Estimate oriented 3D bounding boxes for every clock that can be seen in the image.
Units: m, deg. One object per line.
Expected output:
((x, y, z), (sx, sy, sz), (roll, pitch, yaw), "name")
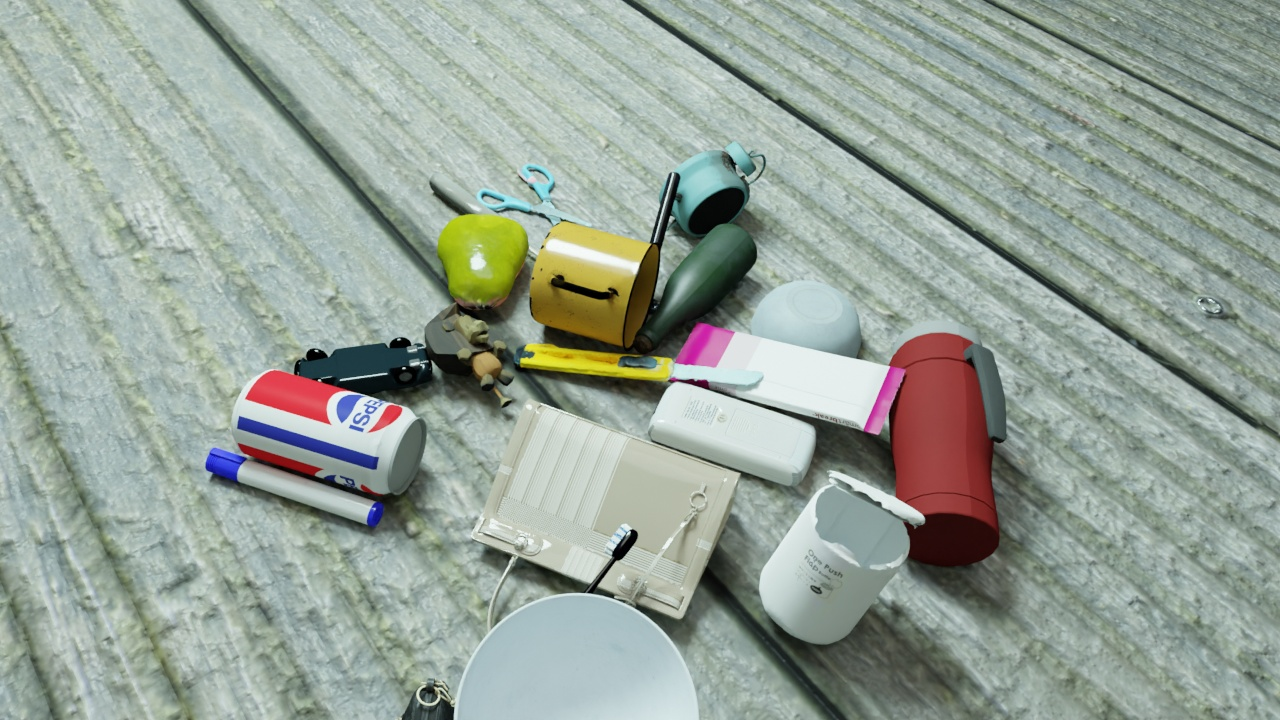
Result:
((0.080, -0.178, 0.954), (0.124, 0.090, 0.053), (-25, 66, -13), "clock")

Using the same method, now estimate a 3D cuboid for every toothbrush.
((-0.055, 0.180, 0.621), (0.014, 0.014, 0.167), (30, 71, 28), "toothbrush")
((-0.150, -0.141, 0.938), (0.185, 0.024, 0.022), (36, 92, 24), "toothbrush")

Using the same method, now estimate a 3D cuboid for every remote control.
((0.078, 0.060, 0.775), (0.138, 0.025, 0.060), (18, 48, 13), "remote control")

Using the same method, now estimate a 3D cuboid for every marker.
((-0.266, 0.097, 0.704), (0.141, 0.020, 0.020), (16, 48, 8), "marker")

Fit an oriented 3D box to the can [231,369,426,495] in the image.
((-0.240, 0.056, 0.711), (0.132, 0.070, 0.070), (15, 47, 8), "can")

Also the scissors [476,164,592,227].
((-0.118, -0.164, 0.969), (0.111, 0.015, 0.140), (-16, 46, -21), "scissors")

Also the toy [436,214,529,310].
((-0.153, -0.094, 0.874), (0.090, 0.051, 0.109), (3, 50, -1), "toy")

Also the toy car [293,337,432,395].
((-0.234, 0.009, 0.779), (0.112, 0.034, 0.046), (-8, 49, -15), "toy car")

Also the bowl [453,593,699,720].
((-0.043, 0.225, 0.566), (0.144, 0.074, 0.143), (6, 59, -10), "bowl")

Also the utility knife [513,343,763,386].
((-0.005, 0.005, 0.807), (0.224, 0.019, 0.030), (7, 50, 8), "utility knife")

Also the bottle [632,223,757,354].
((0.047, -0.063, 0.867), (0.055, 0.055, 0.173), (28, 52, 19), "bottle")

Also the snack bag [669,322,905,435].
((0.122, 0.013, 0.796), (0.197, 0.016, 0.070), (14, 59, 28), "snack bag")

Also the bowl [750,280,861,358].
((0.160, -0.039, 0.867), (0.106, 0.039, 0.106), (3, 47, -4), "bowl")

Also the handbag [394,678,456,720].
((-0.130, 0.250, 0.537), (0.054, 0.079, 0.128), (4, 46, -2), "handbag")

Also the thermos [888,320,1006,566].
((0.252, 0.056, 0.745), (0.084, 0.108, 0.198), (23, 48, -11), "thermos")

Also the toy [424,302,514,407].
((-0.141, -0.003, 0.788), (0.076, 0.063, 0.100), (-17, 59, -49), "toy")

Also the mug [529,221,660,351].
((-0.045, -0.068, 0.819), (0.094, 0.100, 0.123), (16, 11, 11), "mug")

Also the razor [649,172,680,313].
((0.016, -0.117, 0.890), (0.043, 0.022, 0.144), (13, 80, 5), "razor")

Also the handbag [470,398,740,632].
((-0.042, 0.145, 0.675), (0.176, 0.062, 0.197), (19, 56, 11), "handbag")

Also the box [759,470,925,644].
((0.143, 0.129, 0.643), (0.080, 0.144, 0.089), (39, 43, 19), "box")
